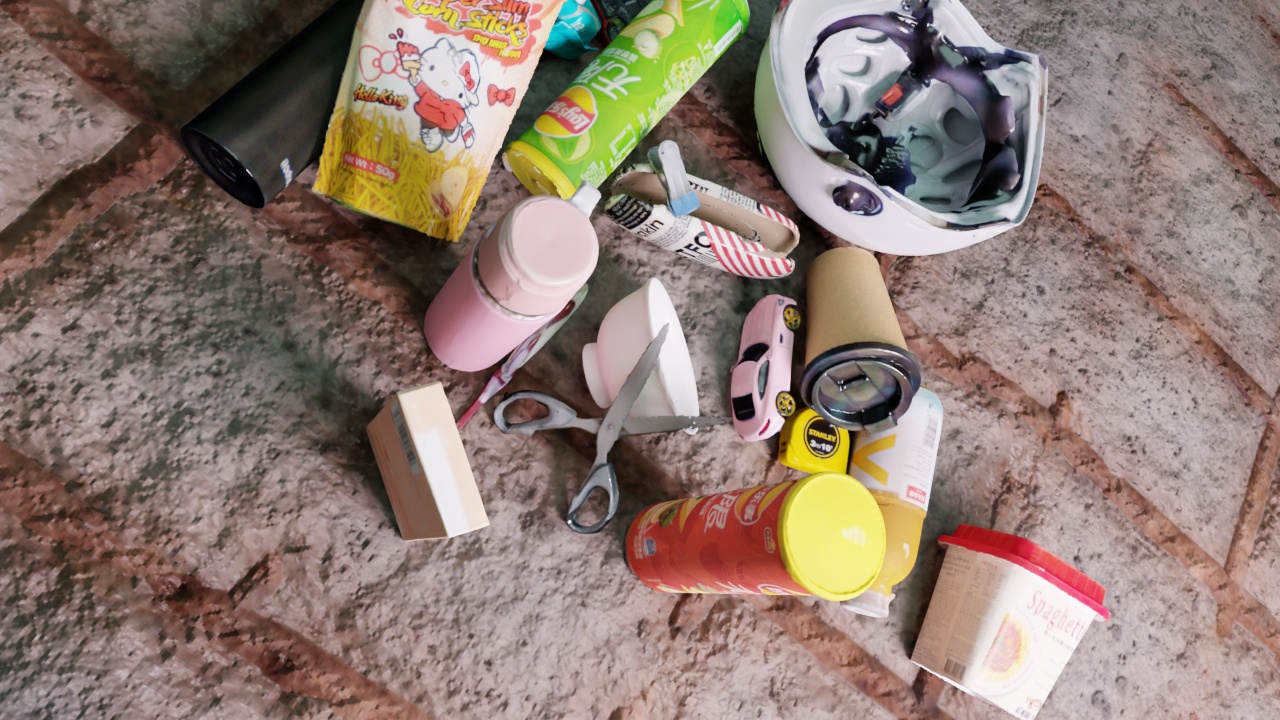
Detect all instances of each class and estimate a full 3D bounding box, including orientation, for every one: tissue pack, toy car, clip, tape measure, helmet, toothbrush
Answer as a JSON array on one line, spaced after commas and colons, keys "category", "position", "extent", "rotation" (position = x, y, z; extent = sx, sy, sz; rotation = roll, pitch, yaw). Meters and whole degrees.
[{"category": "tissue pack", "position": [-0.082, -0.297, 0.700], "extent": [0.050, 0.093, 0.133], "rotation": [-28, 91, 16]}, {"category": "toy car", "position": [-0.023, -0.300, 0.755], "extent": [0.052, 0.045, 0.120], "rotation": [-27, 96, -28]}, {"category": "clip", "position": [0.024, -0.135, 0.686], "extent": [0.024, 0.027, 0.056], "rotation": [-28, 100, -23]}, {"category": "toy car", "position": [0.097, 0.005, 0.734], "extent": [0.037, 0.056, 0.122], "rotation": [16, 72, -27]}, {"category": "tape measure", "position": [0.142, 0.067, 0.754], "extent": [0.060, 0.029, 0.057], "rotation": [17, 73, -19]}, {"category": "helmet", "position": [0.200, -0.192, 0.774], "extent": [0.258, 0.146, 0.228], "rotation": [20, 67, -9]}, {"category": "toothbrush", "position": [-0.096, 0.006, 0.669], "extent": [0.016, 0.017, 0.187], "rotation": [44, 66, -10]}]

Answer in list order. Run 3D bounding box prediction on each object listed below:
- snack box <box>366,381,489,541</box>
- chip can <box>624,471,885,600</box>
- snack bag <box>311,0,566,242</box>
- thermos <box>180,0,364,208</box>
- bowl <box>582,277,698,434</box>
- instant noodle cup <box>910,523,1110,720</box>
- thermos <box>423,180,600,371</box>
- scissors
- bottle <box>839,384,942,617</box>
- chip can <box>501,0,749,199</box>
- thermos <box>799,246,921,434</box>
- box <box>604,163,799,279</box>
[{"category": "snack box", "position": [-0.135, 0.067, 0.561], "extent": [0.026, 0.158, 0.084], "rotation": [-18, 87, -24]}, {"category": "chip can", "position": [0.065, 0.118, 0.604], "extent": [0.073, 0.217, 0.073], "rotation": [6, 76, -24]}, {"category": "snack bag", "position": [-0.136, -0.192, 0.620], "extent": [0.128, 0.073, 0.208], "rotation": [19, 98, -31]}, {"category": "thermos", "position": [-0.205, -0.216, 0.633], "extent": [0.068, 0.090, 0.242], "rotation": [32, 66, 8]}, {"category": "bowl", "position": [-0.004, 0.004, 0.677], "extent": [0.065, 0.118, 0.118], "rotation": [-15, 83, 13]}, {"category": "instant noodle cup", "position": [0.293, 0.214, 0.749], "extent": [0.116, 0.117, 0.124], "rotation": [32, 80, -14]}, {"category": "thermos", "position": [-0.082, -0.052, 0.588], "extent": [0.067, 0.199, 0.087], "rotation": [37, 64, -11]}, {"category": "scissors", "position": [-0.025, 0.045, 0.636], "extent": [0.159, 0.181, 0.014], "rotation": [25, 23, 10]}, {"category": "bottle", "position": [0.199, 0.111, 0.747], "extent": [0.068, 0.068, 0.189], "rotation": [23, 70, -18]}, {"category": "chip can", "position": [-0.007, -0.209, 0.701], "extent": [0.072, 0.073, 0.221], "rotation": [43, 79, -9]}, {"category": "thermos", "position": [0.171, -0.020, 0.741], "extent": [0.093, 0.093, 0.143], "rotation": [19, 48, -19]}, {"category": "box", "position": [0.051, -0.116, 0.738], "extent": [0.163, 0.076, 0.073], "rotation": [16, 77, -17]}]
